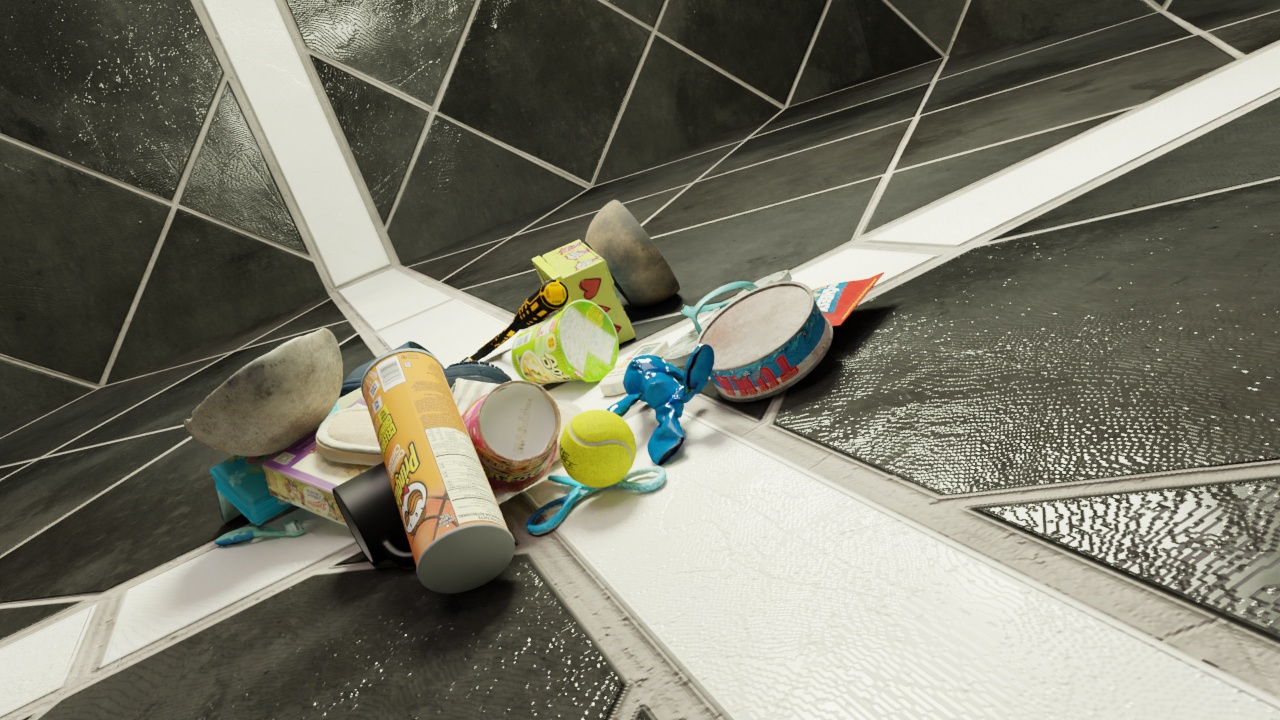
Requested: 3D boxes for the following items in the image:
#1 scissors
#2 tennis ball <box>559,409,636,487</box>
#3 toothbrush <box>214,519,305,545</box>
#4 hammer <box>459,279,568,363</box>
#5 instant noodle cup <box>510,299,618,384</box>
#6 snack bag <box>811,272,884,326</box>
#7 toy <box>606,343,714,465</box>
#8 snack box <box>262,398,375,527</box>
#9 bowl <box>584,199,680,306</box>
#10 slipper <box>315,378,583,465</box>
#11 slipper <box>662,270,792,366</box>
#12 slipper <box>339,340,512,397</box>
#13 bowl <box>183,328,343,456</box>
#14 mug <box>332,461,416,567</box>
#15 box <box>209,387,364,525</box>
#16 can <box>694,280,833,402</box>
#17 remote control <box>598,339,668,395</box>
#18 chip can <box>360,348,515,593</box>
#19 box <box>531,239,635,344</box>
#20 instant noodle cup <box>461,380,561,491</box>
[{"bbox_3d":[-0.044,0.112,0.797,0.134,0.011,0.139,1,28,45],"label":"scissors"},{"bbox_3d":[-0.036,0.074,0.775,0.065,0.065,0.065,-18,17,6],"label":"tennis ball"},{"bbox_3d":[-0.410,0.184,0.981,0.135,0.017,0.022,-11,20,27],"label":"toothbrush"},{"bbox_3d":[-0.160,-0.053,1.237,0.123,0.036,0.321,-40,6,-25],"label":"hammer"},{"bbox_3d":[-0.098,-0.014,1.120,0.108,0.099,0.098,-15,16,43],"label":"instant noodle cup"},{"bbox_3d":[0.177,-0.049,0.988,0.144,0.039,0.130,-14,19,41],"label":"snack bag"},{"bbox_3d":[0.023,0.025,0.878,0.113,0.071,0.176,-47,16,1],"label":"toy"},{"bbox_3d":[-0.282,0.105,0.949,0.148,0.041,0.143,15,34,25],"label":"snack box"},{"bbox_3d":[-0.018,-0.146,1.320,0.070,0.162,0.162,-36,18,-2],"label":"bowl"},{"bbox_3d":[-0.193,0.065,0.924,0.273,0.054,0.114,-3,33,3],"label":"slipper"},{"bbox_3d":[0.095,-0.064,1.097,0.098,0.055,0.267,-23,10,38],"label":"slipper"},{"bbox_3d":[-0.280,0.014,1.183,0.264,0.101,0.082,-7,65,27],"label":"slipper"},{"bbox_3d":[-0.382,0.048,0.978,0.178,0.081,0.178,-38,3,2],"label":"bowl"},{"bbox_3d":[-0.209,0.138,0.818,0.087,0.078,0.113,-28,46,-25],"label":"mug"},{"bbox_3d":[-0.382,0.102,1.072,0.226,0.086,0.170,-33,14,-36],"label":"box"},{"bbox_3d":[0.120,-0.020,0.899,0.130,0.044,0.129,-28,27,16],"label":"can"},{"bbox_3d":[-0.006,0.006,1.069,0.038,0.018,0.125,-9,19,31],"label":"remote control"},{"bbox_3d":[-0.173,0.084,0.759,0.075,0.075,0.215,-24,46,-10],"label":"chip can"},{"bbox_3d":[-0.083,-0.090,1.277,0.083,0.124,0.221,-24,20,-5],"label":"box"},{"bbox_3d":[-0.114,0.062,0.819,0.097,0.097,0.109,-26,-7,-19],"label":"instant noodle cup"}]
